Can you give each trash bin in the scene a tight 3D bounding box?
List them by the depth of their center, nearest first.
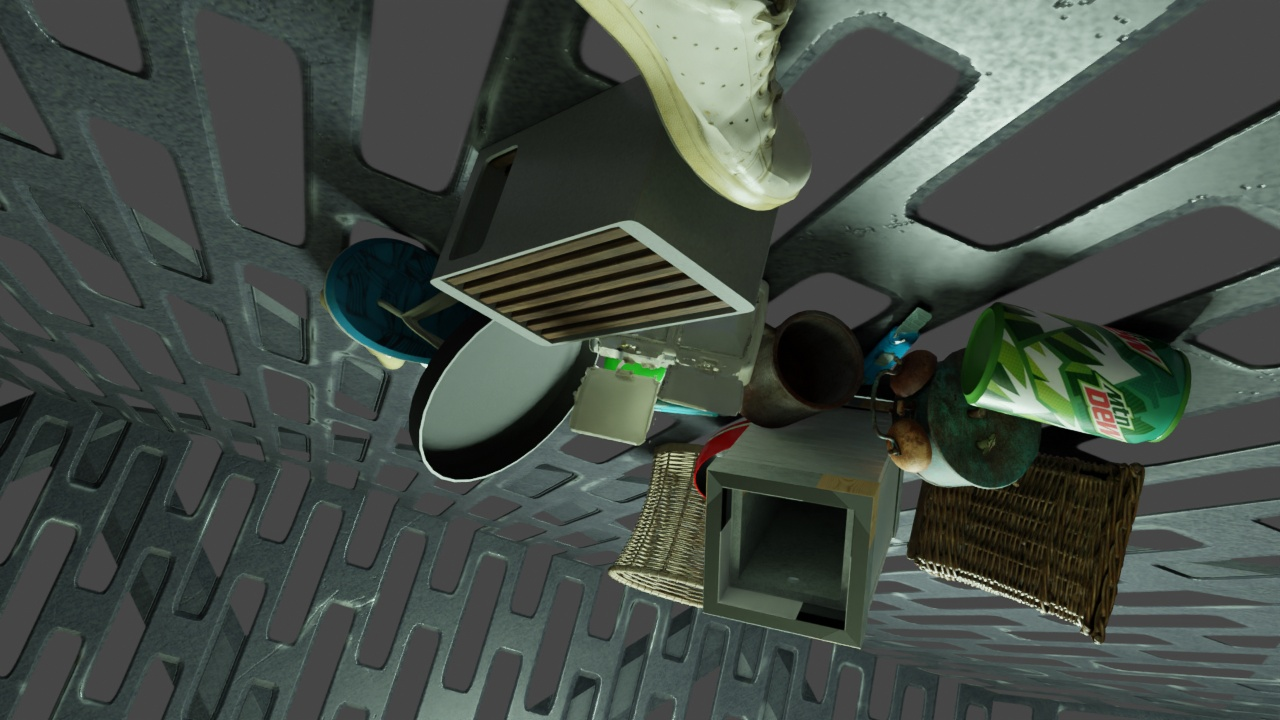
[{"bbox_3d":[-0.027,-0.096,0.645,0.114,0.114,0.229,31,155,-36],"label":"trash bin"},{"bbox_3d":[0.169,0.137,0.896,0.143,0.142,0.246,7,-162,21],"label":"trash bin"}]

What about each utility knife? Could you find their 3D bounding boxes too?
[{"bbox_3d":[0.225,-0.009,0.838,0.031,0.015,0.196,11,158,0],"label":"utility knife"},{"bbox_3d":[0.054,0.059,1.139,0.118,0.015,0.022,6,157,18],"label":"utility knife"}]

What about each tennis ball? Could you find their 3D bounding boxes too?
[{"bbox_3d":[-0.006,0.006,0.969,0.065,0.065,0.065,14,160,5],"label":"tennis ball"}]

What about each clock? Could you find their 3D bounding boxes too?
[{"bbox_3d":[0.269,0.048,0.791,0.157,0.121,0.073,12,167,-18],"label":"clock"}]

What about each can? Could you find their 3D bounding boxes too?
[{"bbox_3d":[0.331,0.010,0.707,0.144,0.083,0.083,14,160,5],"label":"can"}]

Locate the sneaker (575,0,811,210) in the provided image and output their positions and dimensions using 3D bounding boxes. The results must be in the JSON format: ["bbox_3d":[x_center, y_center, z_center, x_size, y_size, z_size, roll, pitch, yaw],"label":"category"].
[{"bbox_3d":[0.044,-0.173,0.453,0.103,0.088,0.241,-10,145,35],"label":"sneaker"}]

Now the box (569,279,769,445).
[{"bbox_3d":[0.027,-0.012,0.752,0.145,0.185,0.066,10,133,4],"label":"box"}]

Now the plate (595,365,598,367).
[{"bbox_3d":[-0.115,0.006,1.121,0.188,0.016,0.189,14,160,5],"label":"plate"}]

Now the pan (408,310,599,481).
[{"bbox_3d":[-0.095,0.024,0.965,0.034,0.226,0.355,39,-161,28],"label":"pan"}]

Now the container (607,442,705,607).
[{"bbox_3d":[0.087,0.246,1.343,0.227,0.195,0.227,14,160,5],"label":"container"}]

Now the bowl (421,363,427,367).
[{"bbox_3d":[-0.201,-0.006,1.066,0.110,0.040,0.110,15,159,5],"label":"bowl"}]

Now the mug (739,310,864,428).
[{"bbox_3d":[0.126,0.002,0.842,0.123,0.096,0.110,39,152,-5],"label":"mug"}]

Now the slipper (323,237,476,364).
[{"bbox_3d":[-0.179,-0.034,0.923,0.060,0.118,0.294,-7,151,38],"label":"slipper"}]

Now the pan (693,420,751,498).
[{"bbox_3d":[0.220,0.110,1.080,0.208,0.067,0.357,30,139,-31],"label":"pan"}]

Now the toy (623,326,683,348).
[{"bbox_3d":[-0.017,-0.040,0.881,0.102,0.050,0.093,30,159,-26],"label":"toy"}]

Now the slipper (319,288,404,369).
[{"bbox_3d":[-0.287,-0.050,1.022,0.111,0.079,0.262,43,171,-7],"label":"slipper"}]

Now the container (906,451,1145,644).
[{"bbox_3d":[0.379,0.167,0.924,0.183,0.162,0.249,13,175,24],"label":"container"}]
